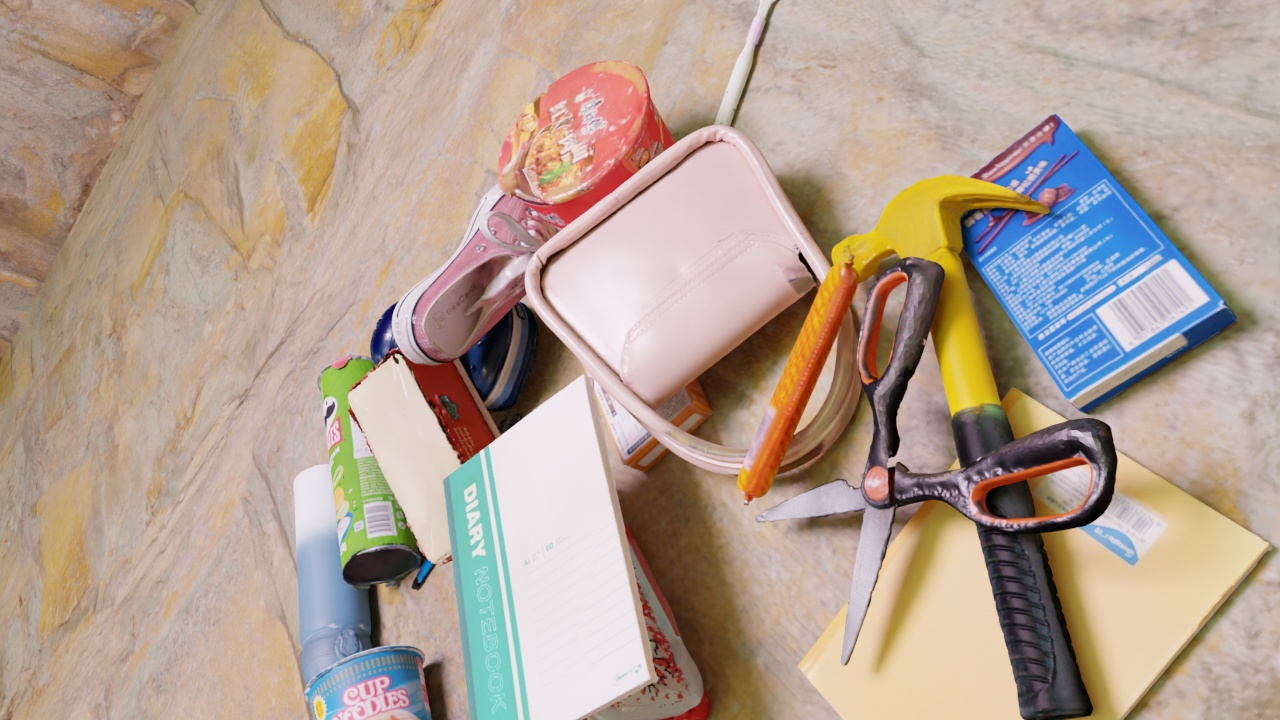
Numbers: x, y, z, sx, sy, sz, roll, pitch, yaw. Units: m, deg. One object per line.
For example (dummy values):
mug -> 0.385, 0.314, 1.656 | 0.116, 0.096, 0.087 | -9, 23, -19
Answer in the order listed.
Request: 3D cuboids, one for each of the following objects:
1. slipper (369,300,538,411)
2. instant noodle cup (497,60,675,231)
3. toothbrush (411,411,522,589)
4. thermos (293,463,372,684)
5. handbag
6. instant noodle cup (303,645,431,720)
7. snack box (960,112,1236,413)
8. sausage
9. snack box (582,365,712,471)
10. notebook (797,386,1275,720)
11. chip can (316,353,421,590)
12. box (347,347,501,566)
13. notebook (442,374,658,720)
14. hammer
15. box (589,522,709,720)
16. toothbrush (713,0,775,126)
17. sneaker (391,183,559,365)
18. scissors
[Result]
slipper -> -0.191, -0.023, 0.857 | 0.253, 0.095, 0.105 | 10, 81, 49
instant noodle cup -> -0.026, -0.151, 0.731 | 0.138, 0.108, 0.137 | -18, 53, 25
toothbrush -> -0.156, 0.125, 0.809 | 0.189, 0.016, 0.014 | -58, 38, 8
thermos -> -0.290, 0.203, 0.866 | 0.070, 0.070, 0.220 | -40, 48, 24
handbag -> 0.049, -0.027, 0.624 | 0.193, 0.093, 0.234 | -39, 59, 5
instant noodle cup -> -0.203, 0.298, 0.722 | 0.099, 0.099, 0.110 | -44, 54, 21
snack box -> 0.235, -0.057, 0.504 | 0.085, 0.026, 0.157 | -40, 48, 26
sausage -> 0.095, 0.012, 0.554 | 0.021, 0.021, 0.165 | 26, 93, 47
snack box -> -0.004, 0.004, 0.710 | 0.075, 0.026, 0.153 | -43, 47, 21
notebook -> 0.187, 0.132, 0.475 | 0.206, 0.010, 0.146 | -56, 43, 9
chip can -> -0.264, 0.101, 0.883 | 0.072, 0.072, 0.235 | -42, 47, 22
box -> -0.171, 0.076, 0.748 | 0.092, 0.077, 0.168 | -37, 77, 28
notebook -> -0.067, 0.129, 0.583 | 0.151, 0.012, 0.208 | -37, 48, 26
hammer -> 0.180, 0.030, 0.487 | 0.129, 0.032, 0.300 | -36, 51, 46
box -> -0.039, 0.163, 0.614 | 0.095, 0.100, 0.201 | -48, 45, 15
toothbrush -> 0.079, -0.228, 0.745 | 0.020, 0.029, 0.189 | 121, 169, -85
sneaker -> -0.105, -0.084, 0.762 | 0.088, 0.118, 0.240 | -5, 36, 35
scissors -> 0.139, 0.050, 0.490 | 0.234, 0.021, 0.220 | -19, 63, 52
